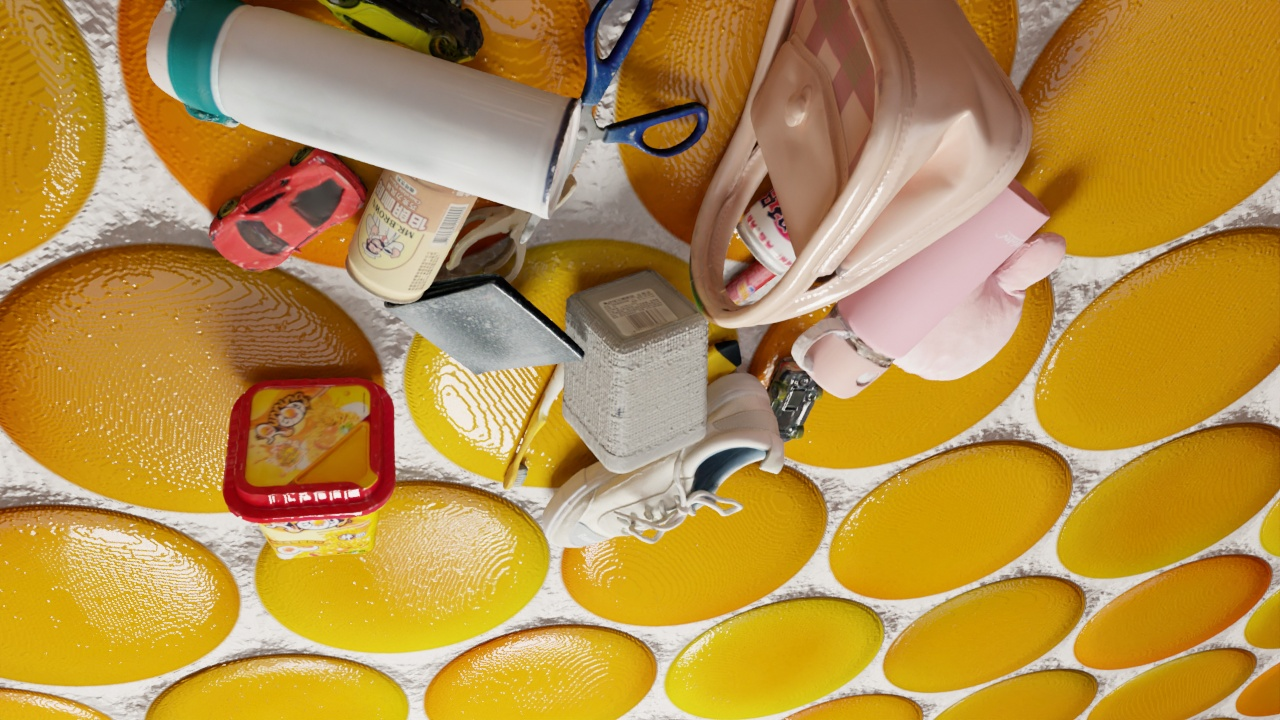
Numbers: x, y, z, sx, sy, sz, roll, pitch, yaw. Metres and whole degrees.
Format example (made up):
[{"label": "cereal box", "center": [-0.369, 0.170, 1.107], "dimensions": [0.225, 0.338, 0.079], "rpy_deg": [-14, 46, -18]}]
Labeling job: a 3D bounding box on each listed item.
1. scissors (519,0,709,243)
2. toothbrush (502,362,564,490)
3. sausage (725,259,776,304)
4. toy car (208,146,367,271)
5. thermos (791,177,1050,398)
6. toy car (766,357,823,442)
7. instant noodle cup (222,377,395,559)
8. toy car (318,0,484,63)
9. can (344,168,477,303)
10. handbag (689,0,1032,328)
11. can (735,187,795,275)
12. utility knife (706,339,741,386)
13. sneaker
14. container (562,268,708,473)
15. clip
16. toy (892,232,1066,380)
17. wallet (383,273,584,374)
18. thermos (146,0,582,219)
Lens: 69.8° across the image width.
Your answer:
[{"label": "scissors", "center": [-0.026, -0.150, 0.564], "dimensions": [0.162, 0.012, 0.175], "rpy_deg": [0, 117, -35]}, {"label": "toothbrush", "center": [-0.078, 0.044, 0.758], "dimensions": [0.018, 0.016, 0.192], "rpy_deg": [4, 132, -32]}, {"label": "sausage", "center": [0.116, -0.086, 0.686], "dimensions": [0.156, 0.020, 0.020], "rpy_deg": [-39, 129, 21]}, {"label": "toy car", "center": [-0.226, -0.092, 0.585], "dimensions": [0.106, 0.031, 0.049], "rpy_deg": [-28, 131, 14]}, {"label": "thermos", "center": [0.193, -0.057, 0.669], "dimensions": [0.087, 0.067, 0.199], "rpy_deg": [14, 129, -41]}, {"label": "toy car", "center": [0.125, 0.037, 0.790], "dimensions": [0.042, 0.035, 0.091], "rpy_deg": [2, 131, -15]}, {"label": "instant noodle cup", "center": [-0.245, 0.088, 0.697], "dimensions": [0.116, 0.116, 0.124], "rpy_deg": [-2, 144, -14]}, {"label": "toy car", "center": [-0.137, -0.194, 0.502], "dimensions": [0.105, 0.048, 0.032], "rpy_deg": [20, 137, -29]}, {"label": "can", "center": [-0.141, -0.096, 0.582], "dimensions": [0.058, 0.058, 0.117], "rpy_deg": [18, 125, -28]}, {"label": "handbag", "center": [0.099, -0.115, 0.551], "dimensions": [0.093, 0.193, 0.235], "rpy_deg": [14, 136, -23]}, {"label": "can", "center": [0.131, -0.119, 0.635], "dimensions": [0.133, 0.053, 0.053], "rpy_deg": [-41, 129, 22]}, {"label": "utility knife", "center": [0.025, 0.030, 0.771], "dimensions": [0.154, 0.015, 0.033], "rpy_deg": [-38, 123, 21]}, {"label": "sneaker", "center": [0.020, 0.113, 0.782], "dimensions": [0.243, 0.090, 0.089], "rpy_deg": [-37, 143, 22]}, {"label": "container", "center": [-0.004, 0.004, 0.680], "dimensions": [0.090, 0.090, 0.114], "rpy_deg": [-21, 134, -26]}, {"label": "clip", "center": [-0.081, -0.085, 0.628], "dimensions": [0.104, 0.034, 0.084], "rpy_deg": [-31, 129, 3]}, {"label": "toy", "center": [0.264, -0.047, 0.734], "dimensions": [0.121, 0.054, 0.160], "rpy_deg": [13, 130, -27]}, {"label": "wallet", "center": [-0.110, -0.023, 0.647], "dimensions": [0.121, 0.019, 0.097], "rpy_deg": [-5, 146, 39]}, {"label": "thermos", "center": [-0.148, -0.139, 0.497], "dimensions": [0.224, 0.073, 0.073], "rpy_deg": [16, 128, -1]}]
